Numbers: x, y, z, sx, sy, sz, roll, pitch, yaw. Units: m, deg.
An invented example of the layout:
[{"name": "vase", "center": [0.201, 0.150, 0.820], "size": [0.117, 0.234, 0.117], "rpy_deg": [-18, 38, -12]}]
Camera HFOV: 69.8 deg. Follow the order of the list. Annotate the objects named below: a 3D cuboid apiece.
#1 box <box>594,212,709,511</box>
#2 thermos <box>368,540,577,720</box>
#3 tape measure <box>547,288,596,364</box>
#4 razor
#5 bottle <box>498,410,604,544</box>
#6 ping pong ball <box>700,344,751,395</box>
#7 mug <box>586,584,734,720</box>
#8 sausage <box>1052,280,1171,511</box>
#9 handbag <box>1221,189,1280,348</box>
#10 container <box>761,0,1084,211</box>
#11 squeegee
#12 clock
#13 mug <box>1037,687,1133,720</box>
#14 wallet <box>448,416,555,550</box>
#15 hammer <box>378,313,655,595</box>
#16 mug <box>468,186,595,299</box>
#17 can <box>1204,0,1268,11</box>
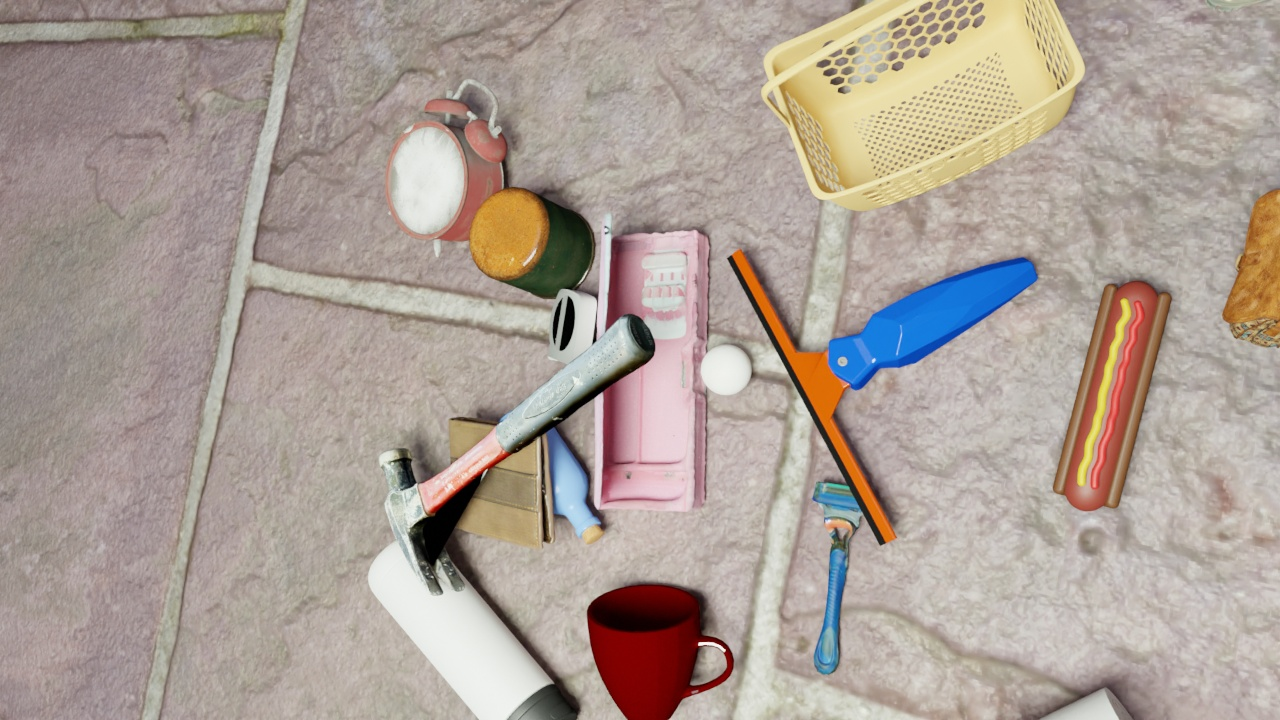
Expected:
[{"name": "box", "center": [-0.008, 0.004, 0.730], "size": [0.099, 0.106, 0.232], "rpy_deg": [0, 83, 26]}, {"name": "thermos", "center": [-0.151, 0.261, 0.794], "size": [0.230, 0.068, 0.101], "rpy_deg": [41, 114, 25]}, {"name": "tape measure", "center": [-0.060, -0.028, 0.794], "size": [0.064, 0.016, 0.065], "rpy_deg": [19, 101, 62]}, {"name": "razor", "center": [0.143, 0.162, 0.680], "size": [0.044, 0.018, 0.141], "rpy_deg": [6, 89, 27]}, {"name": "bottle", "center": [-0.073, 0.100, 0.783], "size": [0.048, 0.048, 0.131], "rpy_deg": [-44, 66, 15]}, {"name": "ping pong ball", "center": [0.068, 0.007, 0.727], "size": [0.040, 0.040, 0.040], "rpy_deg": [-4, 81, 27]}, {"name": "mug", "center": [0.017, 0.232, 0.704], "size": [0.114, 0.087, 0.088], "rpy_deg": [1, 101, 22]}, {"name": "sausage", "center": [0.309, 0.023, 0.602], "size": [0.040, 0.040, 0.155], "rpy_deg": [14, 89, 28]}, {"name": "handbag", "center": [0.363, -0.066, 0.499], "size": [0.043, 0.195, 0.093], "rpy_deg": [21, 90, 22]}, {"name": "container", "center": [0.188, -0.193, 0.623], "size": [0.184, 0.167, 0.129], "rpy_deg": [-23, 73, 22]}, {"name": "squeegee", "center": [0.195, -0.022, 0.660], "size": [0.185, 0.055, 0.249], "rpy_deg": [-29, 71, 10]}, {"name": "clock", "center": [-0.173, -0.184, 0.863], "size": [0.110, 0.061, 0.157], "rpy_deg": [40, 115, 26]}, {"name": "mug", "center": [0.278, 0.277, 0.567], "size": [0.096, 0.083, 0.119], "rpy_deg": [-36, 96, 18]}, {"name": "wallet", "center": [-0.120, 0.101, 0.775], "size": [0.121, 0.026, 0.099], "rpy_deg": [3, 98, 43]}, {"name": "hammer", "center": [-0.102, 0.070, 0.719], "size": [0.327, 0.036, 0.140], "rpy_deg": [-37, 65, 35]}, {"name": "mug", "center": [-0.106, -0.110, 0.810], "size": [0.111, 0.081, 0.085], "rpy_deg": [39, 101, 26]}, {"name": "can", "center": [0.393, -0.298, 0.589], "size": [0.067, 0.066, 0.124], "rpy_deg": [-6, 80, 26]}]
